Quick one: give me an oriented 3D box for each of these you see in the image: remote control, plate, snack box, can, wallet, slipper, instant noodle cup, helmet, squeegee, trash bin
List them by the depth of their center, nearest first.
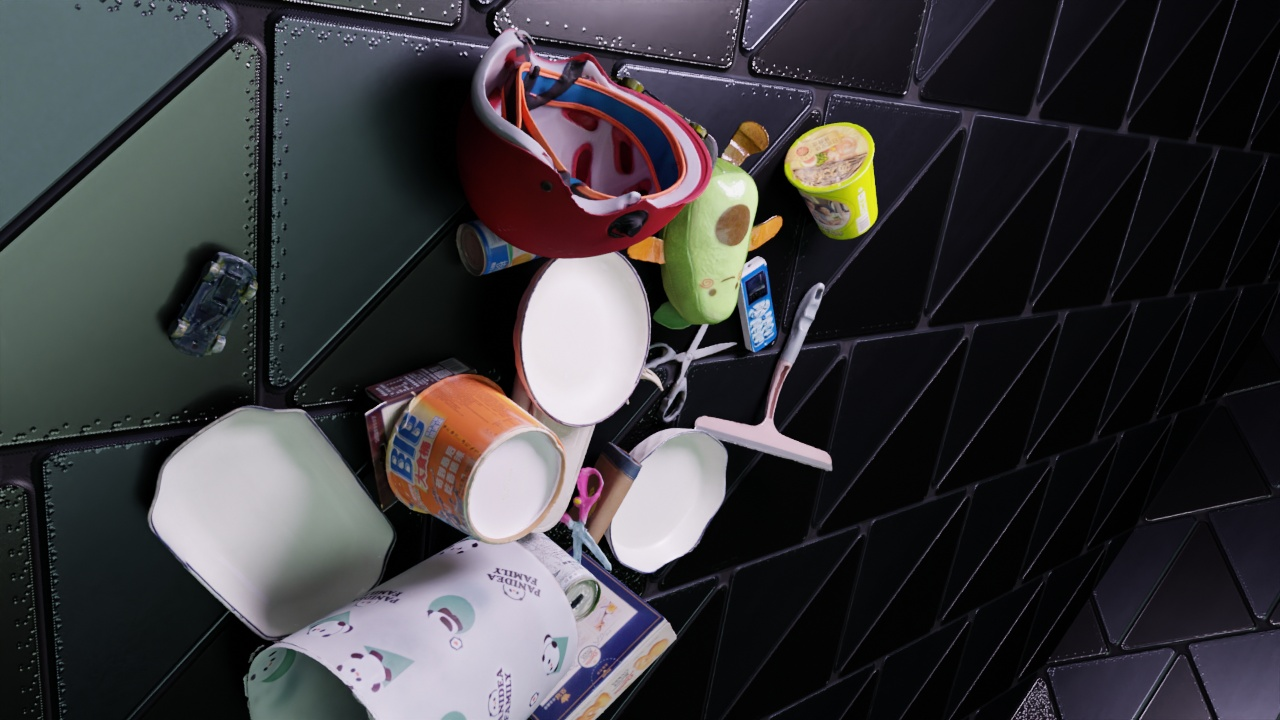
[{"bbox_3d":[-0.065,-0.177,0.852,0.239,0.206,0.144,7,140,-36],"label":"helmet"},{"bbox_3d":[-0.340,0.151,0.861,0.161,0.034,0.266,-41,132,-20],"label":"plate"},{"bbox_3d":[-0.151,0.100,0.885,0.151,0.111,0.151,-23,124,-39],"label":"instant noodle cup"},{"bbox_3d":[-0.206,0.309,0.900,0.251,0.230,0.230,-30,129,-50],"label":"trash bin"},{"bbox_3d":[-0.220,0.071,0.918,0.125,0.053,0.113,-21,123,-34],"label":"snack box"},{"bbox_3d":[-0.113,-0.127,0.921,0.134,0.053,0.053,-22,123,-33],"label":"can"},{"bbox_3d":[-0.065,-0.027,0.963,0.192,0.039,0.192,-11,104,-48],"label":"plate"},{"bbox_3d":[-0.099,0.055,1.018,0.114,0.054,0.274,11,92,-49],"label":"slipper"},{"bbox_3d":[-0.109,0.232,1.028,0.058,0.147,0.058,-19,122,-34],"label":"can"},{"bbox_3d":[-0.084,0.327,1.070,0.177,0.183,0.046,-40,132,-21],"label":"snack box"},{"bbox_3d":[-0.046,0.159,1.098,0.033,0.090,0.115,29,90,-22],"label":"wallet"},{"bbox_3d":[0.254,-0.222,1.180,0.111,0.112,0.123,-51,143,-11],"label":"instant noodle cup"},{"bbox_3d":[0.029,0.177,1.195,0.204,0.045,0.205,-23,127,-35],"label":"plate"},{"bbox_3d":[0.150,-0.072,1.206,0.048,0.024,0.125,-34,130,-26],"label":"remote control"},{"bbox_3d":[0.206,0.009,1.286,0.247,0.040,0.249,18,91,-28],"label":"squeegee"}]

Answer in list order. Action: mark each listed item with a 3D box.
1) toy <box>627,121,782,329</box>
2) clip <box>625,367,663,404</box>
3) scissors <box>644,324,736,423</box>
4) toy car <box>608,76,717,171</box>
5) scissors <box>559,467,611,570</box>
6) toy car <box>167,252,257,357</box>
[{"bbox_3d":[0.077,-0.152,1.058,0.226,0.090,0.247,-11,113,-28],"label":"toy"},{"bbox_3d":[-0.012,0.008,1.086,0.070,0.034,0.100,-23,134,4],"label":"clip"},{"bbox_3d":[0.061,0.001,1.168,0.178,0.014,0.159,-12,118,-38],"label":"scissors"},{"bbox_3d":[0.011,-0.237,0.967,0.158,0.042,0.070,29,90,-24],"label":"toy car"},{"bbox_3d":[-0.080,0.190,1.059,0.017,0.118,0.133,26,65,-67],"label":"scissors"},{"bbox_3d":[-0.354,-0.046,0.756,0.043,0.034,0.090,28,92,-48],"label":"toy car"}]
